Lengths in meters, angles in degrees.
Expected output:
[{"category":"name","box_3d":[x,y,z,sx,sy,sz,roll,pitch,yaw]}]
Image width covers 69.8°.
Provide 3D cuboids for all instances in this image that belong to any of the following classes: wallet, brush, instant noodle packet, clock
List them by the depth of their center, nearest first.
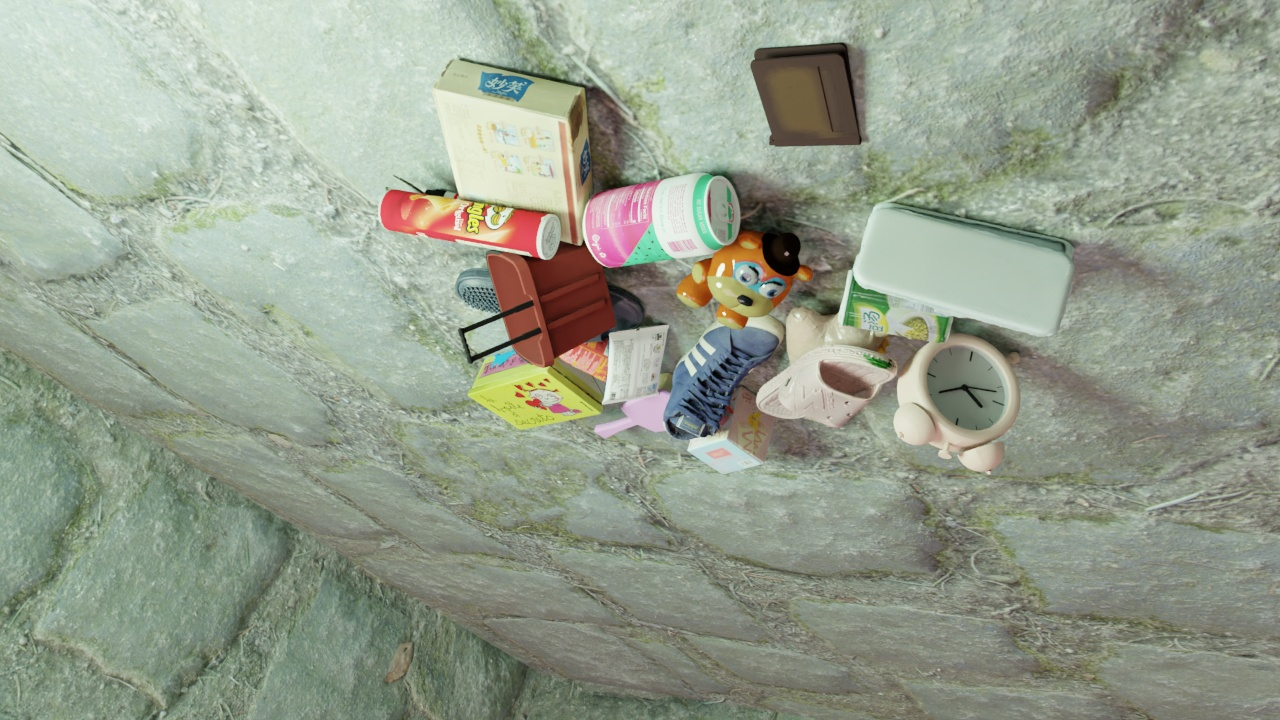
[{"category":"wallet","box_3d":[0.156,-0.245,0.869,0.092,0.018,0.116,5,148,24]},{"category":"clock","box_3d":[0.363,0.043,1.065,0.131,0.160,0.086,22,151,-4]},{"category":"instant noodle packet","box_3d":[-0.008,0.008,1.299,0.087,0.026,0.134,-8,133,-18]},{"category":"brush","box_3d":[0.003,0.079,1.456,0.089,0.043,0.229,35,147,-23]}]

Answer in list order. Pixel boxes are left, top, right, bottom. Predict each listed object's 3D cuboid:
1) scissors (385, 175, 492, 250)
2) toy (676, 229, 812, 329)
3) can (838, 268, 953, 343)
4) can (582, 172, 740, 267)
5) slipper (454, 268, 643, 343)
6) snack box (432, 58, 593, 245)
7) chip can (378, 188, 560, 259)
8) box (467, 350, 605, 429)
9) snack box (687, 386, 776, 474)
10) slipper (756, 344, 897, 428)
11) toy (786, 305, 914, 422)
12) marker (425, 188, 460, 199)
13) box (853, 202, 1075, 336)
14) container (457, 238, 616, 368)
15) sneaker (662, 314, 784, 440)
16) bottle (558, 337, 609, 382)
[{"category":"scissors","box_3d":[-0.221,-0.177,1.171,0.197,0.015,0.179,13,163,18]},{"category":"toy","box_3d":[0.122,-0.099,1.061,0.112,0.096,0.177,27,138,-16]},{"category":"can","box_3d":[0.289,-0.062,1.034,0.121,0.067,0.067,11,149,14]},{"category":"can","box_3d":[0.021,-0.155,1.022,0.166,0.088,0.088,-3,142,35]},{"category":"slipper","box_3d":[-0.130,-0.060,1.256,0.263,0.082,0.101,10,150,2]},{"category":"snack box","box_3d":[-0.135,-0.228,1.028,0.153,0.055,0.208,16,151,10]},{"category":"chip can","box_3d":[-0.202,-0.161,1.073,0.215,0.051,0.052,12,149,17]},{"category":"box","box_3d":[-0.160,0.039,1.452,0.222,0.082,0.124,-15,135,43]},{"category":"snack box","box_3d":[0.137,0.105,1.367,0.079,0.094,0.093,35,148,-22]},{"category":"slipper","box_3d":[0.216,0.045,1.129,0.094,0.064,0.240,21,156,-16]},{"category":"toy","box_3d":[0.255,0.017,1.187,0.196,0.065,0.264,13,151,23]},{"category":"marker","box_3d":[-0.213,-0.197,1.163,0.146,0.019,0.019,15,150,9]},{"category":"box","box_3d":[0.328,-0.090,0.957,0.211,0.129,0.106,19,164,13]},{"category":"container","box_3d":[-0.143,-0.064,1.117,0.127,0.200,0.148,24,133,58]},{"category":"sneaker","box_3d":[0.100,0.032,1.247,0.091,0.118,0.234,30,149,-17]},{"category":"bottle","box_3d":[-0.089,-0.021,1.333,0.137,0.061,0.062,28,149,-11]}]
